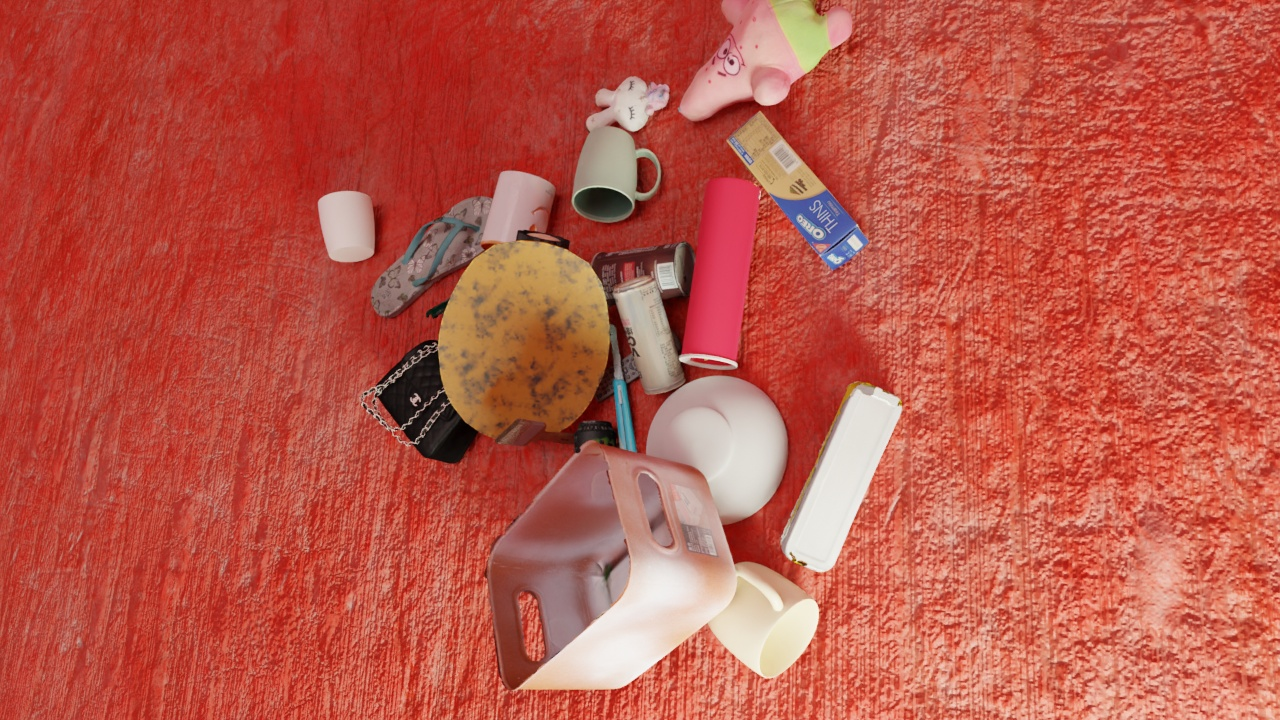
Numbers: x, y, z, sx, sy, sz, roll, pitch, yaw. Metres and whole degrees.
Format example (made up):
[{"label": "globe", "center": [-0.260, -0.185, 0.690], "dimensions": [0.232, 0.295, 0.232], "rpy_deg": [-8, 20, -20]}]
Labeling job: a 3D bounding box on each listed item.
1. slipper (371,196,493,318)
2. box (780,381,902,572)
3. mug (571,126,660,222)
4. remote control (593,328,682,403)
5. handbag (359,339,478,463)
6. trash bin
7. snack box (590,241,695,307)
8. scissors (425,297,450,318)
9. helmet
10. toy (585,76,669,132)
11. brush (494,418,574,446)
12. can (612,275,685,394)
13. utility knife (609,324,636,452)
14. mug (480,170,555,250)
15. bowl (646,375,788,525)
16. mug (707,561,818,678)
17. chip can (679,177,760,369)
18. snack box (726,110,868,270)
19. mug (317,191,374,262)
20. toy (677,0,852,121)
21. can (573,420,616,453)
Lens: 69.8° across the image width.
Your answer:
[{"label": "slipper", "center": [-0.311, -0.162, 1.350], "dimensions": [0.269, 0.054, 0.098], "rpy_deg": [-32, 62, 21]}, {"label": "box", "center": [0.216, 0.125, 0.992], "dimensions": [0.067, 0.070, 0.210], "rpy_deg": [23, 91, 11]}, {"label": "mug", "center": [-0.029, -0.245, 1.202], "dimensions": [0.111, 0.084, 0.103], "rpy_deg": [5, 66, 2]}, {"label": "remote control", "center": [-0.007, 0.007, 1.161], "dimensions": [0.137, 0.013, 0.033], "rpy_deg": [-32, 67, 20]}, {"label": "handbag", "center": [-0.290, 0.047, 1.253], "dimensions": [0.125, 0.114, 0.153], "rpy_deg": [-50, 57, 7]}, {"label": "trash bin", "center": [-0.037, 0.232, 0.993], "dimensions": [0.260, 0.157, 0.181], "rpy_deg": [-48, 42, 33]}, {"label": "snack box", "center": [0.005, -0.107, 1.149], "dimensions": [0.121, 0.072, 0.072], "rpy_deg": [-5, 76, 27]}, {"label": "scissors", "center": [-0.248, -0.083, 1.244], "dimensions": [0.204, 0.201, 0.015], "rpy_deg": [-25, 98, 41]}, {"label": "helmet", "center": [-0.147, -0.035, 1.168], "dimensions": [0.205, 0.131, 0.256], "rpy_deg": [10, 105, -9]}, {"label": "toy", "center": [-0.017, -0.346, 1.237], "dimensions": [0.123, 0.038, 0.079], "rpy_deg": [-7, 68, 25]}, {"label": "brush", "center": [-0.114, 0.092, 1.126], "dimensions": [0.045, 0.143, 0.008], "rpy_deg": [-42, 61, 24]}, {"label": "can", "center": [0.010, -0.031, 1.102], "dimensions": [0.054, 0.054, 0.136], "rpy_deg": [-10, 105, 27]}, {"label": "utility knife", "center": [-0.027, 0.040, 1.153], "dimensions": [0.022, 0.015, 0.176], "rpy_deg": [-13, 78, 17]}, {"label": "mug", "center": [-0.167, -0.196, 1.259], "dimensions": [0.082, 0.082, 0.105], "rpy_deg": [9, 82, 30]}, {"label": "bowl", "center": [0.077, 0.100, 1.061], "dimensions": [0.177, 0.066, 0.176], "rpy_deg": [-7, 75, 28]}, {"label": "mug", "center": [0.119, 0.259, 0.972], "dimensions": [0.096, 0.120, 0.100], "rpy_deg": [-36, 44, -25]}, {"label": "chip can", "center": [0.097, -0.104, 1.098], "dimensions": [0.069, 0.069, 0.220], "rpy_deg": [4, 80, 30]}, {"label": "snack box", "center": [0.182, -0.200, 1.080], "dimensions": [0.057, 0.056, 0.206], "rpy_deg": [-39, 62, 14]}, {"label": "mug", "center": [-0.462, -0.201, 1.437], "dimensions": [0.114, 0.080, 0.087], "rpy_deg": [-29, 69, 55]}, {"label": "toy", "center": [0.140, -0.377, 1.127], "dimensions": [0.237, 0.096, 0.191], "rpy_deg": [-33, 56, 27]}, {"label": "can", "center": [-0.056, 0.145, 1.133], "dimensions": [0.054, 0.054, 0.137], "rpy_deg": [-8, 75, 27]}]
